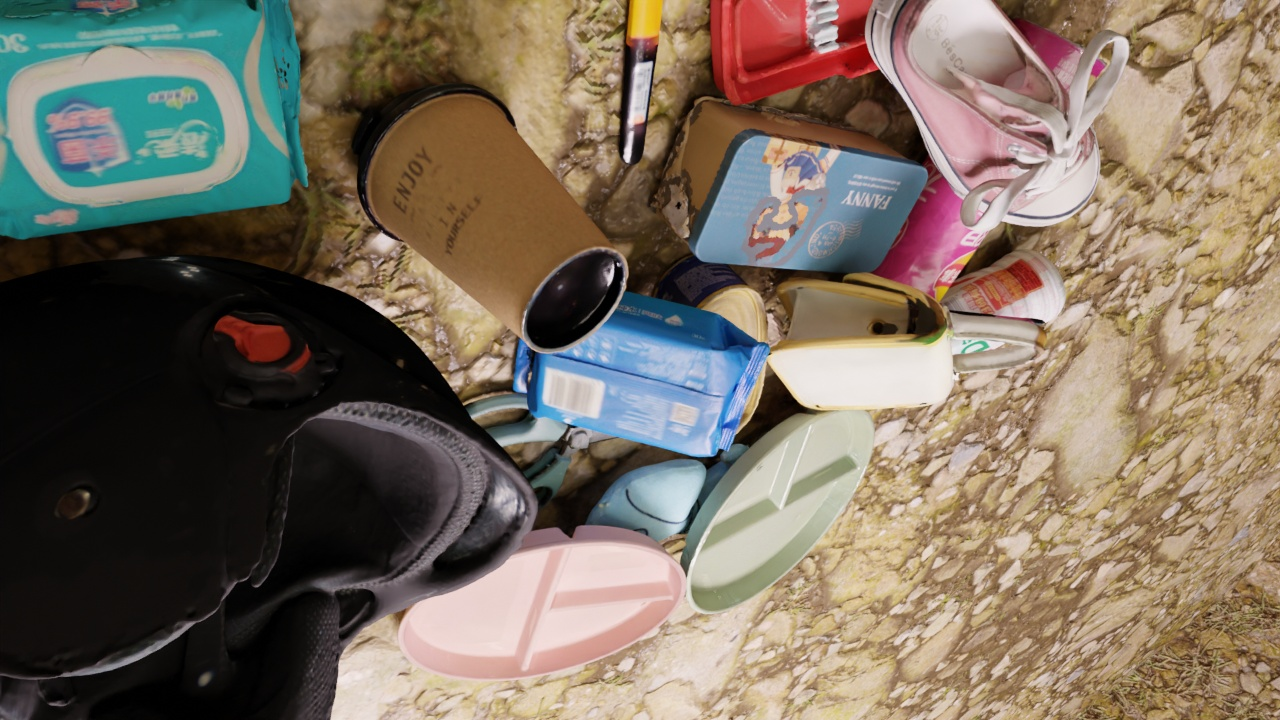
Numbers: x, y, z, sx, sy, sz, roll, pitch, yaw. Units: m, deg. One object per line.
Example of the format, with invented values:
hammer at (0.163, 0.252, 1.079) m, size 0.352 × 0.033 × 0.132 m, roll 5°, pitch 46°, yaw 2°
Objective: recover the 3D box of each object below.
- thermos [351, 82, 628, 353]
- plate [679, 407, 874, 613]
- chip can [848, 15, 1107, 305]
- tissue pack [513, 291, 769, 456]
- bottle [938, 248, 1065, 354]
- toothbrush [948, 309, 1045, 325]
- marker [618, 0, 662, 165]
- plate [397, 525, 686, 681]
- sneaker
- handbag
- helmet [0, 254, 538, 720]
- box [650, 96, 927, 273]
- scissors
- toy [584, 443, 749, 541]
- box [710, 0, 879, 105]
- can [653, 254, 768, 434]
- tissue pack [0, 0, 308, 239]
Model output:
thermos at (-0.074, -0.071, 0.455) m, size 0.093 × 0.143 × 0.093 m, roll -31°, pitch 148°, yaw -22°
plate at (0.120, 0.129, 0.809) m, size 0.229 × 0.027 × 0.231 m, roll -29°, pitch 142°, yaw -26°
chip can at (0.236, -0.132, 0.659) m, size 0.071 × 0.071 × 0.211 m, roll 8°, pitch 122°, yaw -39°
tissue pack at (-0.003, 0.003, 0.588) m, size 0.157 × 0.052 × 0.095 m, roll 14°, pitch 126°, yaw 3°
bottle at (0.259, -0.026, 0.777) m, size 0.196 × 0.068 × 0.068 m, roll -26°, pitch 138°, yaw -8°
toothbrush at (0.235, -0.040, 0.733) m, size 0.189 × 0.014 × 0.018 m, roll 3°, pitch 121°, yaw -7°
marker at (-0.001, -0.164, 0.510) m, size 0.018 × 0.015 × 0.124 m, roll -15°, pitch 136°, yaw -22°
plate at (-0.077, 0.195, 0.731) m, size 0.229 × 0.028 × 0.230 m, roll -11°, pitch 142°, yaw -9°
sneaker at (0.222, -0.137, 0.541) m, size 0.118 × 0.087 × 0.241 m, roll -45°, pitch 135°, yaw 16°
handbag at (0.189, -0.012, 0.651) m, size 0.179 × 0.063 × 0.163 m, roll 0°, pitch 164°, yaw 21°
helmet at (-0.196, 0.063, 0.416) m, size 0.274 × 0.230 × 0.234 m, roll -15°, pitch 149°, yaw -22°
box at (0.102, -0.109, 0.595) m, size 0.184 × 0.063 × 0.090 m, roll -1°, pitch 128°, yaw -32°
scissors at (-0.079, 0.057, 0.651) m, size 0.176 × 0.019 × 0.172 m, roll -35°, pitch 138°, yaw -1°
toy at (0.019, 0.116, 0.748) m, size 0.161 × 0.050 × 0.156 m, roll -41°, pitch 146°, yaw 6°
box at (0.134, -0.230, 0.509) m, size 0.201 × 0.063 × 0.160 m, roll -22°, pitch 154°, yaw -16°
can at (0.048, -0.005, 0.659) m, size 0.074 × 0.049 × 0.148 m, roll -21°, pitch 136°, yaw -17°
tissue pack at (-0.210, -0.107, 0.386) m, size 0.133 × 0.050 × 0.093 m, roll -15°, pitch 133°, yaw -24°
